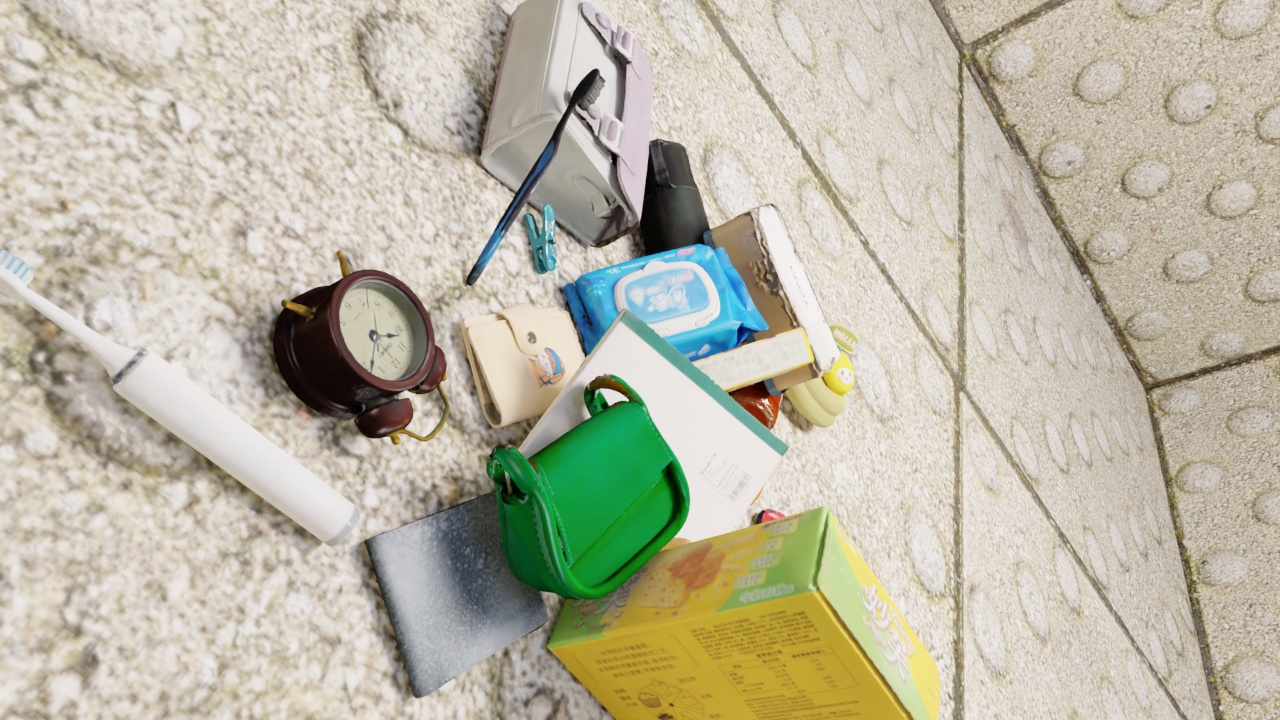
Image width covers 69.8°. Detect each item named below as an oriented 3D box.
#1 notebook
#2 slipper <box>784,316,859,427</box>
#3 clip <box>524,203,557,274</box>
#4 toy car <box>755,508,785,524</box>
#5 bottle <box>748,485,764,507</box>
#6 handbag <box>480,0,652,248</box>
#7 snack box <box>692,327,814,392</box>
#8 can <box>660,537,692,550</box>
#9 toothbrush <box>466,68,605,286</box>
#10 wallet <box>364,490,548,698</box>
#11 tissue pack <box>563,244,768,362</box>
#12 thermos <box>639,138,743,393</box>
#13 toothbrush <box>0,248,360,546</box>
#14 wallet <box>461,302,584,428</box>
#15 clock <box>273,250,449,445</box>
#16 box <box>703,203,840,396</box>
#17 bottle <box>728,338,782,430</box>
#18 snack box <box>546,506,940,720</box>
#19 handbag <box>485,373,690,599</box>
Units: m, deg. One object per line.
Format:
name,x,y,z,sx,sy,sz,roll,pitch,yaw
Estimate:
notebook,0.013,0.077,0.694,0.209,0.012,0.150,39,85,-34
slipper,0.199,-0.021,1.032,0.091,0.082,0.190,25,49,-41
clip,-0.079,-0.098,0.749,0.013,0.039,0.055,-2,79,-51
toy car,0.147,0.185,0.884,0.106,0.031,0.049,46,38,-24
bottle,0.040,0.095,0.768,0.149,0.067,0.066,9,64,-43
handbag,-0.050,-0.218,0.800,0.145,0.099,0.196,41,42,-41
snack box,0.064,0.013,0.756,0.087,0.140,0.033,122,-52,-83
can,0.052,0.205,0.709,0.146,0.058,0.058,56,35,-24
toothbrush,-0.078,-0.136,0.683,0.189,0.014,0.016,-60,145,-4
wallet,-0.111,0.140,0.574,0.120,0.019,0.097,-13,84,-57
tissue pack,0.022,-0.044,0.765,0.157,0.052,0.095,-15,67,-16
thermos,0.038,-0.089,0.856,0.090,0.068,0.242,44,31,-72
toothbrush,-0.234,0.023,0.466,0.221,0.027,0.026,46,29,-27
wallet,-0.082,-0.001,0.688,0.115,0.024,0.087,-15,82,-54
clock,-0.161,-0.001,0.552,0.122,0.055,0.081,54,36,-21
box,0.127,-0.053,0.861,0.089,0.060,0.184,-25,95,-62
bottle,0.126,-0.007,0.944,0.060,0.060,0.205,50,37,-23
snack box,0.067,0.195,0.609,0.158,0.211,0.069,53,36,-20
handbag,-0.035,0.084,0.605,0.131,0.068,0.120,-32,107,-40
